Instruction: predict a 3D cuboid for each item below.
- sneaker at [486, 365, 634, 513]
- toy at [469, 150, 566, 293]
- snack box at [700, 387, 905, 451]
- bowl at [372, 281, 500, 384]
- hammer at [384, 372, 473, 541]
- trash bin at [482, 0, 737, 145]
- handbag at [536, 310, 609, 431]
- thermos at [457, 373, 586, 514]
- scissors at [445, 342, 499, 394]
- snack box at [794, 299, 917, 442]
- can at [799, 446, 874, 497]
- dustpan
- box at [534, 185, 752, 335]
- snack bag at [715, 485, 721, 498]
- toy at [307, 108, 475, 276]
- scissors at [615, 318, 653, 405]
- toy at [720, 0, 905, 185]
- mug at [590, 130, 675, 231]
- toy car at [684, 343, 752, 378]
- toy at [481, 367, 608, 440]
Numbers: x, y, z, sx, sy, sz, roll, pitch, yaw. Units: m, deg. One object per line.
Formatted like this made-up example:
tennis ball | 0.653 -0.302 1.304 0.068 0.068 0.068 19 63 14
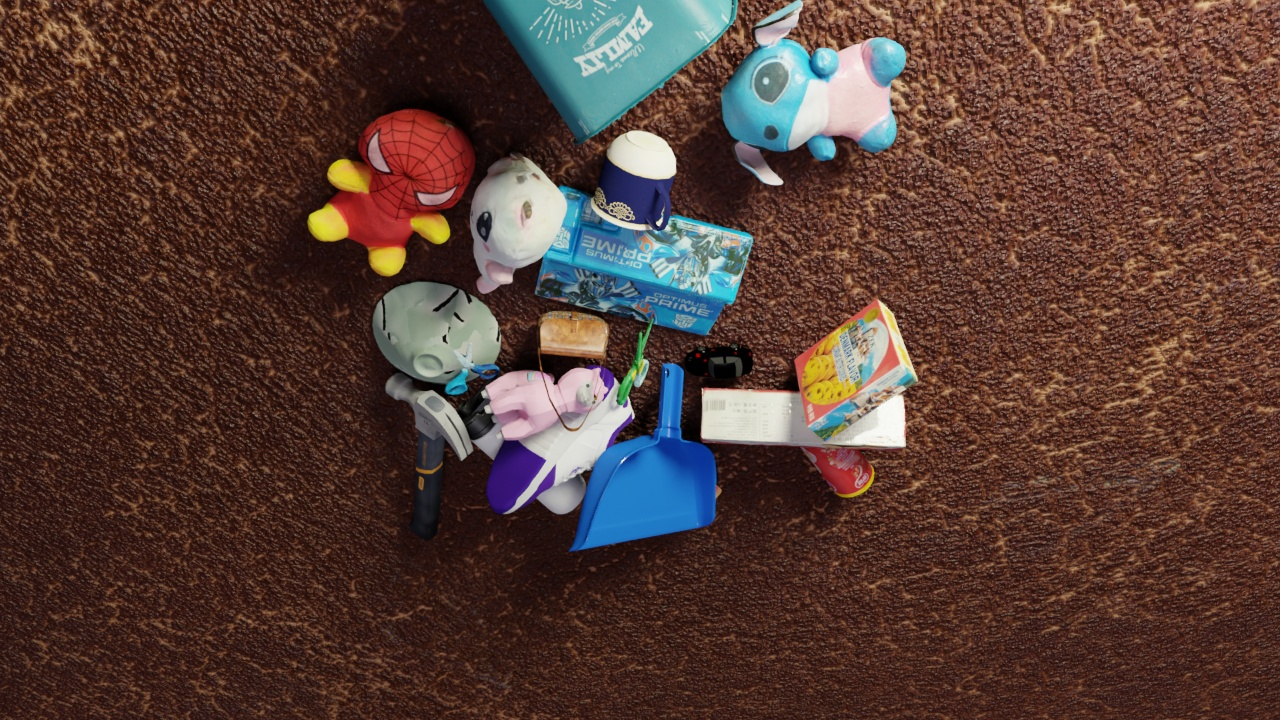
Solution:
sneaker | -0.104 0.124 1.270 0.244 0.092 0.111 -46 135 1
toy | -0.154 -0.152 1.064 0.101 0.138 0.180 10 139 -28
snack box | 0.219 0.080 1.252 0.273 0.076 0.044 1 163 5
bowl | -0.274 -0.015 1.208 0.174 0.067 0.174 0 130 0
hammer | -0.315 0.161 1.343 0.139 0.035 0.313 33 136 15
trash bin | -0.050 -0.364 0.865 0.197 0.198 0.218 -32 114 22
handbag | -0.086 0.008 1.143 0.093 0.195 0.043 5 134 -7
thermos | -0.161 0.123 1.319 0.101 0.068 0.230 -38 119 11
scissors | -0.217 0.002 1.203 0.083 0.016 0.135 -22 156 -22
snack box | 0.271 0.012 1.174 0.040 0.142 0.145 38 119 -24
can | 0.280 0.136 1.318 0.067 0.066 0.124 -28 122 20
dustpan | 0.020 0.131 1.273 0.245 0.060 0.258 -2 98 -40
box | -0.002 -0.108 1.138 0.243 0.060 0.176 13 127 -9
snack bag | 0.043 0.177 1.378 0.155 0.044 0.087 38 107 -18
toy | -0.275 -0.200 1.045 0.147 0.098 0.217 28 125 -32
scissors | 0.001 -0.002 1.219 0.012 0.108 0.132 25 106 13
toy | 0.182 -0.288 0.970 0.191 0.098 0.224 -5 142 -3
mug | 0.003 -0.201 1.036 0.085 0.112 0.089 -12 134 -37
toy car | 0.106 0.005 1.238 0.092 0.036 0.042 -4 128 4
toy | -0.125 0.047 1.205 0.157 0.123 0.067 -21 112 -5
